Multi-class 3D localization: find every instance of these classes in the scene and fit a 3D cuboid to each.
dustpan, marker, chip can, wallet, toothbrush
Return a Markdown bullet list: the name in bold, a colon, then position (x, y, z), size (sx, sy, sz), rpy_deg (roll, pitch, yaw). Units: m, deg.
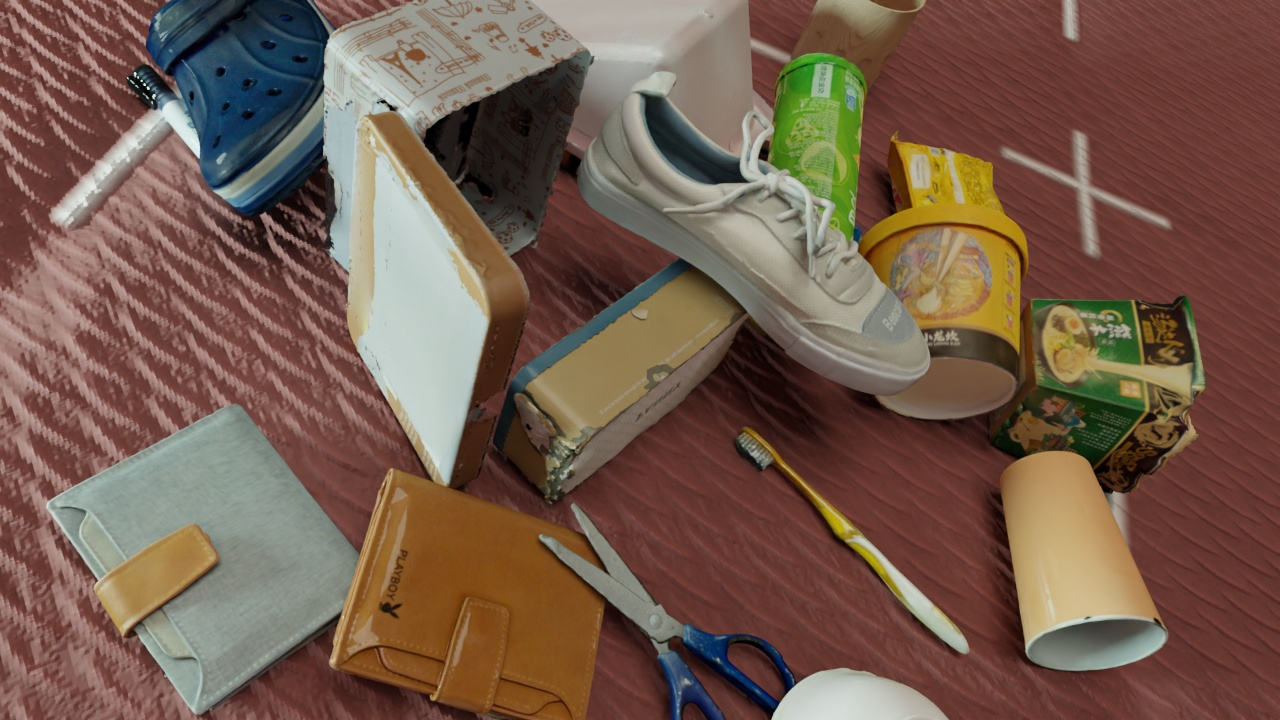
- **dustpan**: position (-0.016, -0.216, 0.738), size (0.274, 0.139, 0.221), rpy_deg (16, 43, 25)
- **marker**: position (-0.293, -0.147, 0.600), size (0.022, 0.018, 0.130), rpy_deg (-36, 73, -25)
- **chip can**: position (0.124, -0.124, 0.673), size (0.072, 0.073, 0.220), rpy_deg (15, 65, -9)
- **marker**: position (-0.041, -0.145, 0.686), size (0.124, 0.018, 0.015), rpy_deg (29, 57, 0)
- **wallet**: position (-0.210, 0.093, 0.453), size (0.106, 0.037, 0.129), rpy_deg (-34, 74, -36)
- **toothbrush**: position (0.129, 0.112, 0.573), size (0.018, 0.016, 0.191), rpy_deg (-39, 75, -24)
- **wallet**: position (-0.081, 0.123, 0.468), size (0.131, 0.031, 0.107), rpy_deg (23, 52, -19)

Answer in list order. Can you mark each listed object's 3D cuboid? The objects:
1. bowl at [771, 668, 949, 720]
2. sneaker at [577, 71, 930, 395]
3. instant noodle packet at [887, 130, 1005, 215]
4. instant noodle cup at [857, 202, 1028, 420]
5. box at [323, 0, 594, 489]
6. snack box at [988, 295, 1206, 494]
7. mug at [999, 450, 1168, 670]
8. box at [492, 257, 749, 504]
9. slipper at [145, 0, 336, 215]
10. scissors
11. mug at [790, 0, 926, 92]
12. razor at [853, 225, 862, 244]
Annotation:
- **bowl**: position (0.129, 0.211, 0.466), size (0.118, 0.065, 0.118), rpy_deg (11, 59, -19)
- **sneaker**: position (0.081, -0.078, 0.535), size (0.242, 0.091, 0.089), rpy_deg (35, 44, -1)
- **instant noodle packet**: position (0.255, -0.126, 0.762), size (0.110, 0.044, 0.128), rpy_deg (12, 57, -20)
- **instant noodle cup**: position (0.210, -0.028, 0.640), size (0.118, 0.119, 0.114), rpy_deg (13, 62, -11)
- **box**: position (-0.086, -0.081, 0.526), size (0.156, 0.181, 0.226), rpy_deg (-22, 64, -32)
- **snack box**: position (0.311, 0.016, 0.649), size (0.105, 0.118, 0.117), rpy_deg (14, 53, 2)
- **mug**: position (0.272, 0.123, 0.581), size (0.078, 0.078, 0.122), rpy_deg (12, 50, -11)
- **box**: position (-0.003, 0.003, 0.556), size (0.059, 0.090, 0.183), rpy_deg (42, 51, 11)
- **slipper**: position (-0.249, -0.201, 0.573), size (0.095, 0.105, 0.252), rpy_deg (39, 19, -51)
- **scissors**: position (0.021, 0.143, 0.496), size (0.140, 0.012, 0.171), rpy_deg (-7, 71, -31)
- **mug**: position (0.203, -0.305, 0.827), size (0.084, 0.104, 0.124), rpy_deg (44, 54, 12)
- **razor**: position (0.210, -0.070, 0.719), size (0.142, 0.043, 0.022), rpy_deg (16, 26, -14)
